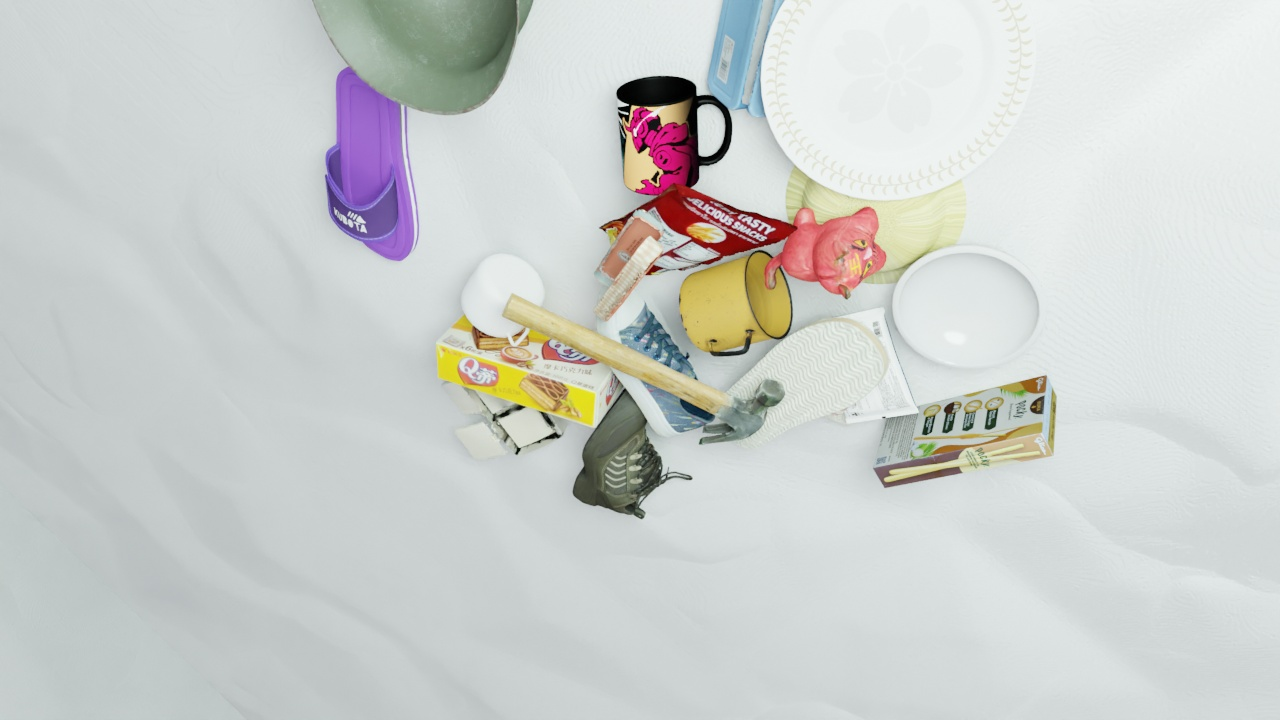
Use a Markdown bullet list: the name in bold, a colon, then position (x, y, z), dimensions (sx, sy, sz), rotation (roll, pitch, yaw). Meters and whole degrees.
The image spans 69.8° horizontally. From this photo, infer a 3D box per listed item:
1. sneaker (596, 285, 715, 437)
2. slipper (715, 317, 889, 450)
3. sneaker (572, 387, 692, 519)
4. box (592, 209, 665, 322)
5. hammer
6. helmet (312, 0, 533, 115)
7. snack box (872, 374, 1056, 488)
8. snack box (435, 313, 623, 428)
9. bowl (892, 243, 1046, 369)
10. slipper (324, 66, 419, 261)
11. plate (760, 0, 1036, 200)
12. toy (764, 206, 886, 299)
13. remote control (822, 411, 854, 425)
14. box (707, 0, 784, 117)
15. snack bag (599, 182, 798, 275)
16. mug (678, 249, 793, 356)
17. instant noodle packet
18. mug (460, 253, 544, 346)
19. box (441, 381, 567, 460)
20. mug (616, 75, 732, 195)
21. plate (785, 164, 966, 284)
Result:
- **sneaker**: position (0.022, 0.003, 1.137), dimensions (0.079, 0.087, 0.235), rotation (-5, 126, 34)
- **slipper**: position (0.187, 0.029, 1.073), dimensions (0.115, 0.052, 0.264), rotation (52, 138, 0)
- **sneaker**: position (-0.005, 0.147, 1.251), dimensions (0.143, 0.100, 0.239), rotation (29, 138, 9)
- **box**: position (-0.020, -0.098, 0.988), dimensions (0.071, 0.056, 0.187), rotation (65, 159, 8)
- **hammer**: position (-0.006, 0.006, 1.075), dimensions (0.330, 0.033, 0.133), rotation (25, 140, -6)
- **helmet**: position (-0.185, -0.396, 0.882), dimensions (0.227, 0.153, 0.268), rotation (20, 136, 10)
- **snack box**: position (0.359, 0.080, 1.018), dimensions (0.186, 0.100, 0.031), rotation (-19, 115, 36)
- **snack box**: position (-0.141, 0.003, 1.203), dimensions (0.230, 0.109, 0.062), rotation (16, 128, 14)
- **bowl**: position (0.341, -0.063, 0.954), dimensions (0.150, 0.043, 0.150), rotation (13, 130, 16)
- **slipper**: position (-0.347, -0.229, 1.141), dimensions (0.107, 0.083, 0.267), rotation (20, 132, 11)
- **plate**: position (0.233, -0.265, 0.843), dimensions (0.242, 0.016, 0.243), rotation (5, 122, 7)
- **toy**: position (0.173, -0.100, 0.925), dimensions (0.133, 0.093, 0.088), rotation (-13, 119, 37)
- **remote control**: position (0.207, 0.044, 1.123), dimensions (0.126, 0.018, 0.038), rotation (21, 131, 12)
- **box**: position (0.127, -0.338, 0.861), dimensions (0.085, 0.073, 0.209), rotation (-6, 135, -19)
- **snack bag**: position (0.049, -0.134, 0.977), dimensions (0.138, 0.066, 0.208), rotation (21, 168, -25)
- **mug**: position (0.103, -0.054, 1.028), dimensions (0.094, 0.123, 0.100), rotation (-14, 138, 36)
- **instant noodle packet**: position (0.257, 0.008, 1.054), dimensions (0.087, 0.026, 0.134), rotation (-12, 109, 33)
- **mug**: position (-0.169, -0.074, 1.158), dimensions (0.068, 0.094, 0.115), rotation (-45, 61, 41)
- **box**: position (-0.209, 0.072, 1.335), dimensions (0.188, 0.057, 0.144), rotation (-19, 114, 32)
- **mug**: position (0.037, -0.237, 0.956), dimensions (0.118, 0.081, 0.098), rotation (-7, 126, -2)
- **plate**: position (0.236, -0.149, 0.944), dimensions (0.184, 0.036, 0.185), rotation (14, 130, 17)
